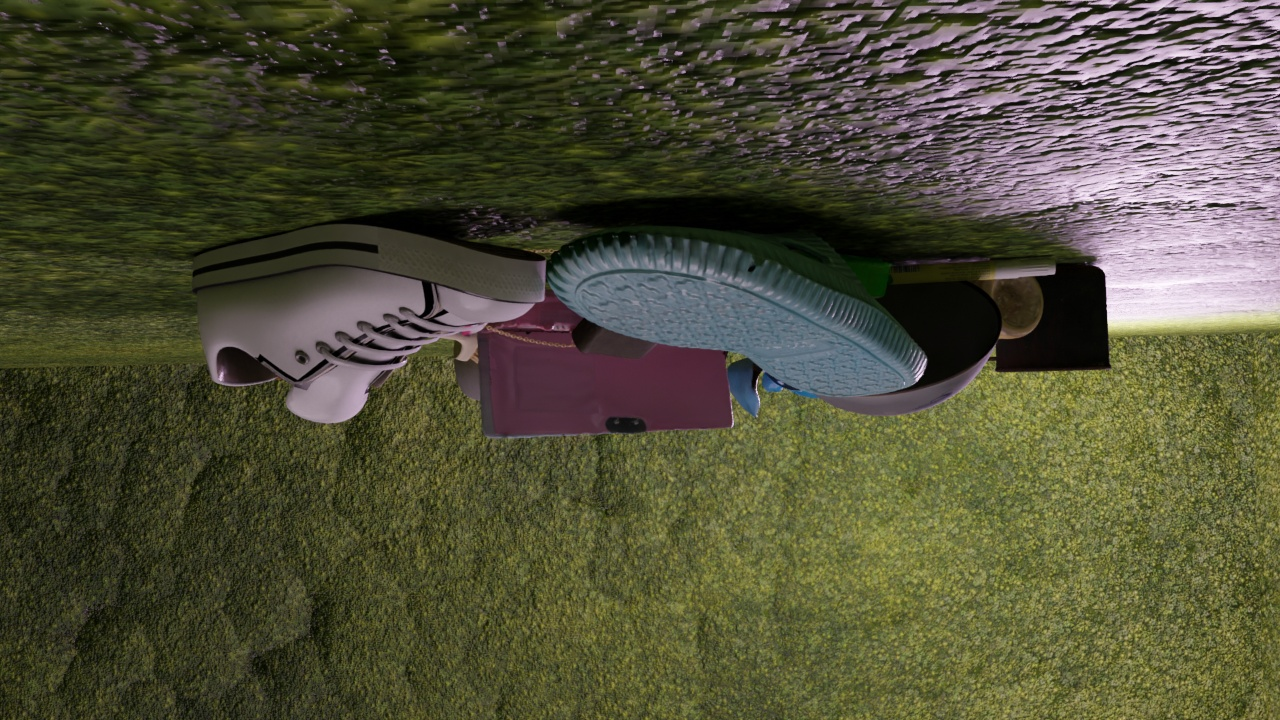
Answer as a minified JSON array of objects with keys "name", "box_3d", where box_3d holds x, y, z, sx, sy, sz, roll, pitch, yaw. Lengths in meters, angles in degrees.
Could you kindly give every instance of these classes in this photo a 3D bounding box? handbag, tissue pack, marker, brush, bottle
[{"name":"handbag","box_3d":[-0.048,-0.040,0.578,0.177,0.027,0.084,7,136,-44]},{"name":"tissue pack","box_3d":[0.095,-0.051,0.621,0.099,0.034,0.114,0,178,-32]},{"name":"marker","box_3d":[0.228,-0.064,0.664,0.132,0.014,0.014,-2,179,15]},{"name":"brush","box_3d":[-0.181,-0.032,0.801,0.077,0.062,0.272,14,179,14]},{"name":"bottle","box_3d":[0.248,-0.037,0.745,0.056,0.056,0.162,-1,175,-19]}]

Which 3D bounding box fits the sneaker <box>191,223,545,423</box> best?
[{"name":"sneaker","box_3d":[-0.156,-0.014,0.488,0.246,0.097,0.091,-2,179,32]}]

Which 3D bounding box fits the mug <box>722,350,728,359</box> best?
[{"name":"mug","box_3d":[0.014,-0.032,0.835,0.114,0.087,0.088,32,-177,-26]}]

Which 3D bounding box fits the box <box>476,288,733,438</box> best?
[{"name":"box","box_3d":[-0.005,0.007,0.713,0.232,0.115,0.099,0,179,-31]}]

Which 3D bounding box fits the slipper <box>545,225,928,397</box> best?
[{"name":"slipper","box_3d":[0.070,-0.035,0.502,0.116,0.069,0.275,-7,162,41]}]

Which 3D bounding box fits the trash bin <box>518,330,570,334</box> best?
[{"name":"trash bin","box_3d":[-0.042,-0.013,0.906,0.094,0.092,0.160,-2,178,45]}]

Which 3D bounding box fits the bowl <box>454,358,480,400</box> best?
[{"name":"bowl","box_3d":[-0.136,-0.014,0.985,0.132,0.064,0.131,-6,-155,3]}]

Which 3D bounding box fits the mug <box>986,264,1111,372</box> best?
[{"name":"mug","box_3d":[0.317,-0.032,0.743,0.111,0.081,0.084,-2,179,36]}]

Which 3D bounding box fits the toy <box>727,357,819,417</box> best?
[{"name":"toy","box_3d":[0.193,-0.022,0.918,0.224,0.099,0.191,-30,173,15]}]

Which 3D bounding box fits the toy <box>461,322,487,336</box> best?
[{"name":"toy","box_3d":[-0.105,-0.041,0.585,0.066,0.050,0.102,-8,-179,37]}]

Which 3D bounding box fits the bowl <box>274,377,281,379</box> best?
[{"name":"bowl","box_3d":[-0.338,-0.016,0.904,0.147,0.069,0.147,-2,179,0]}]

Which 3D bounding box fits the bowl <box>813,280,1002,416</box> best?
[{"name":"bowl","box_3d":[0.182,-0.003,0.664,0.151,0.057,0.150,-13,-145,9]}]
